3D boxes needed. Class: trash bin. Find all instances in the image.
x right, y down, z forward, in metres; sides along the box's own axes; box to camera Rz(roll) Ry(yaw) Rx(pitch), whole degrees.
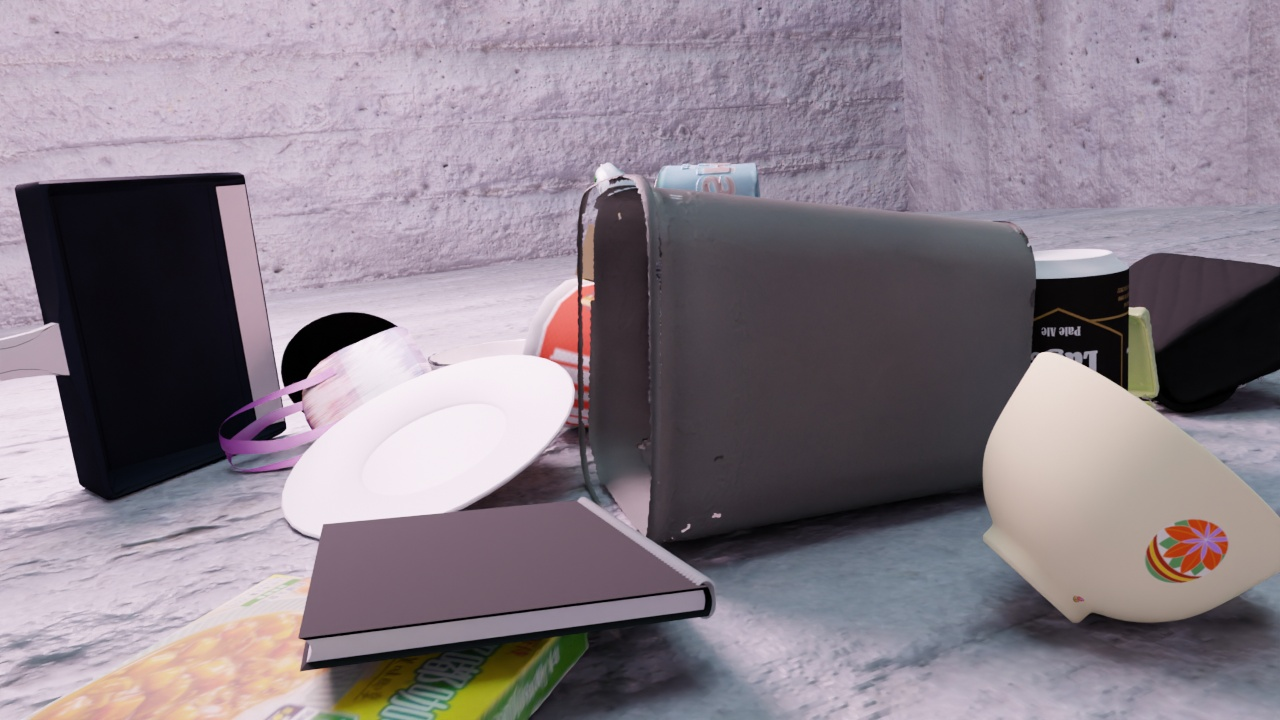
[{"bbox_3d":[0.087,-0.007,0.540,0.220,0.197,0.197,-2,8,-13],"label":"trash bin"}]

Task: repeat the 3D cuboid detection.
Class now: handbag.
[{"bbox_3d":[-0.256,0.042,0.755,0.169,0.068,0.144,-21,42,-21],"label":"handbag"},{"bbox_3d":[0.401,-0.006,0.689,0.125,0.115,0.153,-29,14,3],"label":"handbag"}]

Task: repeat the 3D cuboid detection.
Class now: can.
[{"bbox_3d":[0.245,0.002,0.537,0.072,0.128,0.072,-5,11,1],"label":"can"}]

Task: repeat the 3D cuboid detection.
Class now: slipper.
[{"bbox_3d":[0.085,-0.108,0.693,0.245,0.074,0.104,18,7,4],"label":"slipper"}]

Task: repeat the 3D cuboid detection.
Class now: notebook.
[{"bbox_3d":[-0.071,0.092,0.422,0.149,0.016,0.207,-3,1,-17],"label":"notebook"}]

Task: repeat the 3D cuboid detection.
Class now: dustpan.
[{"bbox_3d":[-0.399,-0.018,0.695,0.080,0.236,0.272,7,16,44],"label":"dustpan"}]

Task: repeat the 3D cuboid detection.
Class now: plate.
[{"bbox_3d":[-0.142,0.057,0.629,0.209,0.015,0.208,-15,27,8],"label":"plate"}]

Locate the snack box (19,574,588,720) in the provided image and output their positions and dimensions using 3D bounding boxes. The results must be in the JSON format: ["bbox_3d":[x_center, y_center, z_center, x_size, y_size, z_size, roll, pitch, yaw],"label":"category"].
[{"bbox_3d":[-0.123,0.125,0.357,0.168,0.027,0.131,-1,11,22],"label":"snack box"}]

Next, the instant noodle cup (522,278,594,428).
[{"bbox_3d":[-0.004,0.004,0.714,0.121,0.123,0.123,13,20,37],"label":"instant noodle cup"}]

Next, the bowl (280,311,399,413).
[{"bbox_3d":[-0.264,0.021,0.842,0.123,0.124,0.053,-12,-26,-28],"label":"bowl"}]

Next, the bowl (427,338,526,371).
[{"bbox_3d":[-0.127,0.021,0.808,0.113,0.063,0.113,-6,10,1],"label":"bowl"}]

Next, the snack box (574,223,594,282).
[{"bbox_3d":[0.027,-0.063,0.683,0.126,0.040,0.088,18,8,13],"label":"snack box"}]

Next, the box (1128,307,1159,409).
[{"bbox_3d":[0.246,0.020,0.638,0.188,0.091,0.083,1,36,45],"label":"box"}]

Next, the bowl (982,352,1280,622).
[{"bbox_3d":[0.183,0.063,0.372,0.074,0.118,0.118,-47,9,6],"label":"bowl"}]
